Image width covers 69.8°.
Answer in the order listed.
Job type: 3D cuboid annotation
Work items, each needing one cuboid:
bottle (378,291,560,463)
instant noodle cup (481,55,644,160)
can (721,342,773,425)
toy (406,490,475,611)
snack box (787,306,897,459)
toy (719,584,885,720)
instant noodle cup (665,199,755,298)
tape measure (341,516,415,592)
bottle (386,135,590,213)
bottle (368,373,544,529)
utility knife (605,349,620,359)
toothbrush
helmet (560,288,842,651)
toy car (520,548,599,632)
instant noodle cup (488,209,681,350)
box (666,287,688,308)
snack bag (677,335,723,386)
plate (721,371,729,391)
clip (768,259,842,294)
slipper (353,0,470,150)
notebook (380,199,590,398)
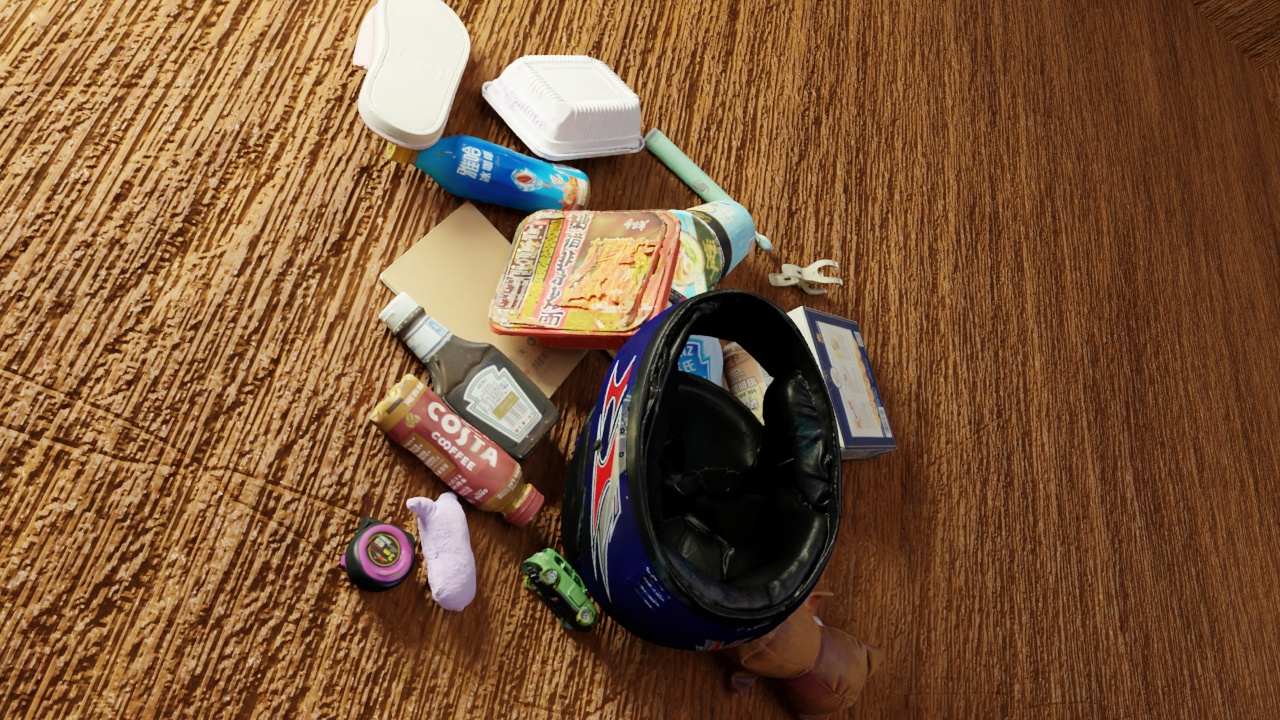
[{"bbox_3d":[-0.170,0.013,0.891,0.195,0.044,0.079,44,64,-10],"label":"bottle"},{"bbox_3d":[-0.077,-0.297,1.053,0.173,0.060,0.138,-20,61,-44],"label":"instant noodle cup"},{"bbox_3d":[0.132,0.035,1.038,0.058,0.059,0.116,-8,75,-38],"label":"can"},{"bbox_3d":[-0.173,0.170,0.815,0.083,0.039,0.108,16,61,-71],"label":"toy"},{"bbox_3d":[0.247,0.032,1.151,0.182,0.046,0.177,8,64,-54],"label":"snack box"},{"bbox_3d":[0.162,0.303,0.968,0.199,0.140,0.130,38,11,-18],"label":"toy"},{"bbox_3d":[0.078,-0.143,1.110,0.111,0.111,0.120,56,41,-2],"label":"instant noodle cup"},{"bbox_3d":[-0.224,0.169,0.787,0.057,0.039,0.057,26,52,-24],"label":"tape measure"},{"bbox_3d":[-0.160,-0.198,0.980,0.218,0.065,0.065,10,64,-32],"label":"bottle"},{"bbox_3d":[-0.166,0.088,0.852,0.175,0.058,0.057,42,51,-13],"label":"bottle"},{"bbox_3d":[-0.006,0.006,1.029,0.198,0.021,0.030,53,48,-15],"label":"utility knife"},{"bbox_3d":[0.091,-0.219,1.198,0.224,0.027,0.027,40,30,-15],"label":"toothbrush"},{"bbox_3d":[0.046,0.108,0.870,0.247,0.241,0.315,4,78,-21],"label":"helmet"},{"bbox_3d":[-0.074,0.219,0.869,0.091,0.043,0.036,53,50,-5],"label":"toy car"},{"bbox_3d":[-0.049,-0.079,0.950,0.079,0.189,0.164,66,32,-52],"label":"instant noodle cup"},{"bbox_3d":[0.022,-0.064,1.060,0.163,0.076,0.087,30,35,-18],"label":"box"},{"bbox_3d":[0.050,0.043,1.011,0.110,0.039,0.191,-14,92,-11],"label":"snack bag"},{"bbox_3d":[0.152,0.067,1.104,0.192,0.039,0.192,15,62,-30],"label":"plate"},{"bbox_3d":[0.218,-0.108,1.246,0.104,0.082,0.034,-7,75,-17],"label":"clip"},{"bbox_3d":[-0.242,-0.304,0.961,0.114,0.055,0.273,20,43,-26],"label":"slipper"},{"bbox_3d":[-0.150,-0.054,0.960,0.207,0.008,0.147,46,50,-11],"label":"notebook"}]
